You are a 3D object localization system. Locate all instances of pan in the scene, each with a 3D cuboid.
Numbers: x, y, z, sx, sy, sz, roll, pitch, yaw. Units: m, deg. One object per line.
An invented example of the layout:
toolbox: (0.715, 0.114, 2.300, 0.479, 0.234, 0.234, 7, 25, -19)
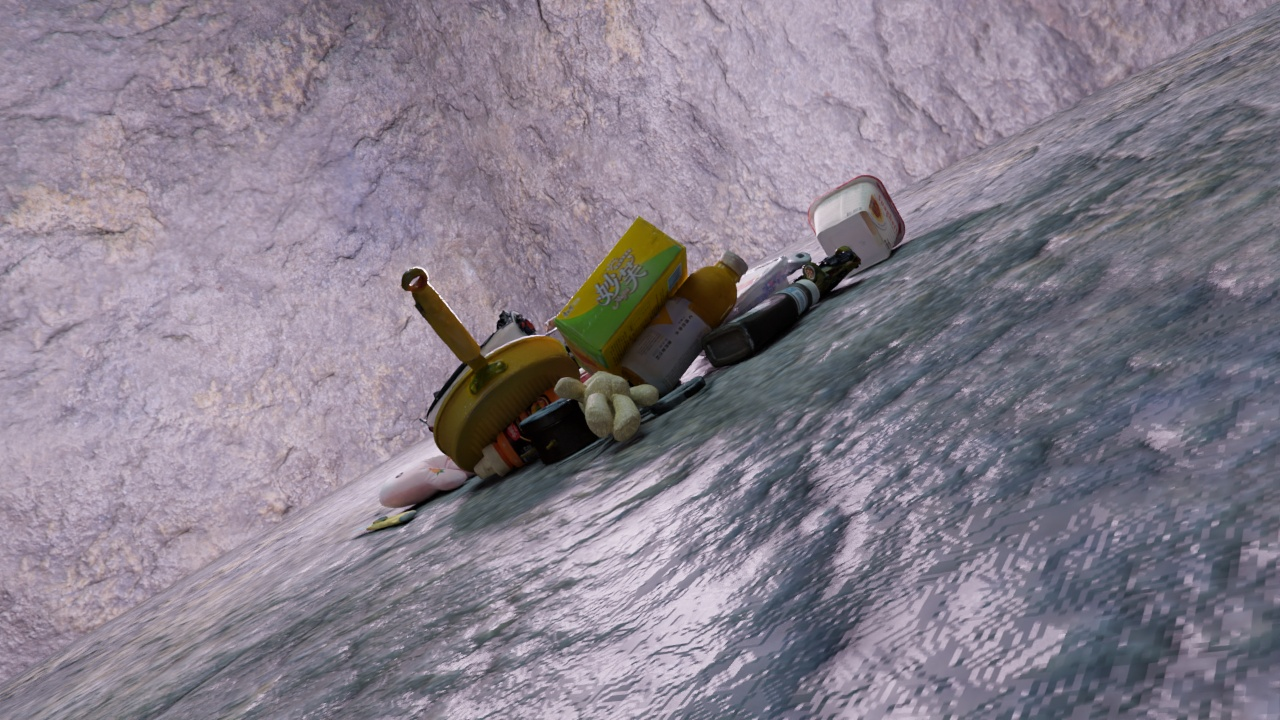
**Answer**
pan: (-0.183, 0.011, 1.059, 0.197, 0.078, 0.358, -41, -26, -10)

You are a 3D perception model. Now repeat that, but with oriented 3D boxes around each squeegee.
squeegee: (0.194, -0.116, 1.277, 0.246, 0.039, 0.247, -29, -7, -8)

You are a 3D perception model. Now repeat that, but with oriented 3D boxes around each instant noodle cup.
instant noodle cup: (0.119, -0.061, 1.191, 0.137, 0.060, 0.174, -41, 8, -26)
instant noodle cup: (0.297, -0.180, 1.275, 0.117, 0.116, 0.124, -26, 16, 26)

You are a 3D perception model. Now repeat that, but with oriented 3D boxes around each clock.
clock: (-0.077, 0.068, 1.016, 0.121, 0.055, 0.082, -31, 4, -40)

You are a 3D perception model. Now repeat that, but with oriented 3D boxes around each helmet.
helmet: (-0.219, 0.047, 1.443, 0.230, 0.157, 0.274, -51, 9, 0)

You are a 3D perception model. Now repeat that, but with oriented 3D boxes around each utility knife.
utility knife: (-0.346, 0.220, 1.230, 0.030, 0.022, 0.217, -24, -4, -38)

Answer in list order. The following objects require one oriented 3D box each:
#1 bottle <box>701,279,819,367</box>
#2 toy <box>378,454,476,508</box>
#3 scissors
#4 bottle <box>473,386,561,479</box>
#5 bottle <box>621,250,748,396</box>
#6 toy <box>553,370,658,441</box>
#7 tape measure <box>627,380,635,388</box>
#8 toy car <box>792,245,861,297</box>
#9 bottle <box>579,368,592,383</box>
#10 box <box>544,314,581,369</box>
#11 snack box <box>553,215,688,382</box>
bottle: (0.149, -0.050, 1.064, 0.080, 0.044, 0.194, -24, 5, 43)
toy: (-0.291, 0.164, 1.282, 0.160, 0.054, 0.121, -17, 10, 29)
scissors: (-0.012, 0.063, 0.947, 0.179, 0.014, 0.159, -29, 5, 2)
bottle: (-0.134, 0.092, 1.094, 0.149, 0.067, 0.067, -36, 5, -5)
bottle: (0.055, -0.045, 1.059, 0.189, 0.068, 0.068, -52, 9, -11)
toy: (-0.033, 0.046, 0.907, 0.105, 0.066, 0.157, -1, 9, -7)
tape measure: (0.013, 0.019, 1.128, 0.058, 0.039, 0.057, -27, 4, 13)
toy car: (0.223, -0.101, 1.184, 0.070, 0.042, 0.158, -27, -5, -25)
bottle: (-0.125, 0.066, 1.318, 0.174, 0.057, 0.057, -30, 5, -20)
box: (-0.059, -0.041, 1.573, 0.182, 0.152, 0.174, -27, 2, 11)
snack box: (-0.015, -0.058, 1.093, 0.157, 0.070, 0.210, -52, -12, -8)
